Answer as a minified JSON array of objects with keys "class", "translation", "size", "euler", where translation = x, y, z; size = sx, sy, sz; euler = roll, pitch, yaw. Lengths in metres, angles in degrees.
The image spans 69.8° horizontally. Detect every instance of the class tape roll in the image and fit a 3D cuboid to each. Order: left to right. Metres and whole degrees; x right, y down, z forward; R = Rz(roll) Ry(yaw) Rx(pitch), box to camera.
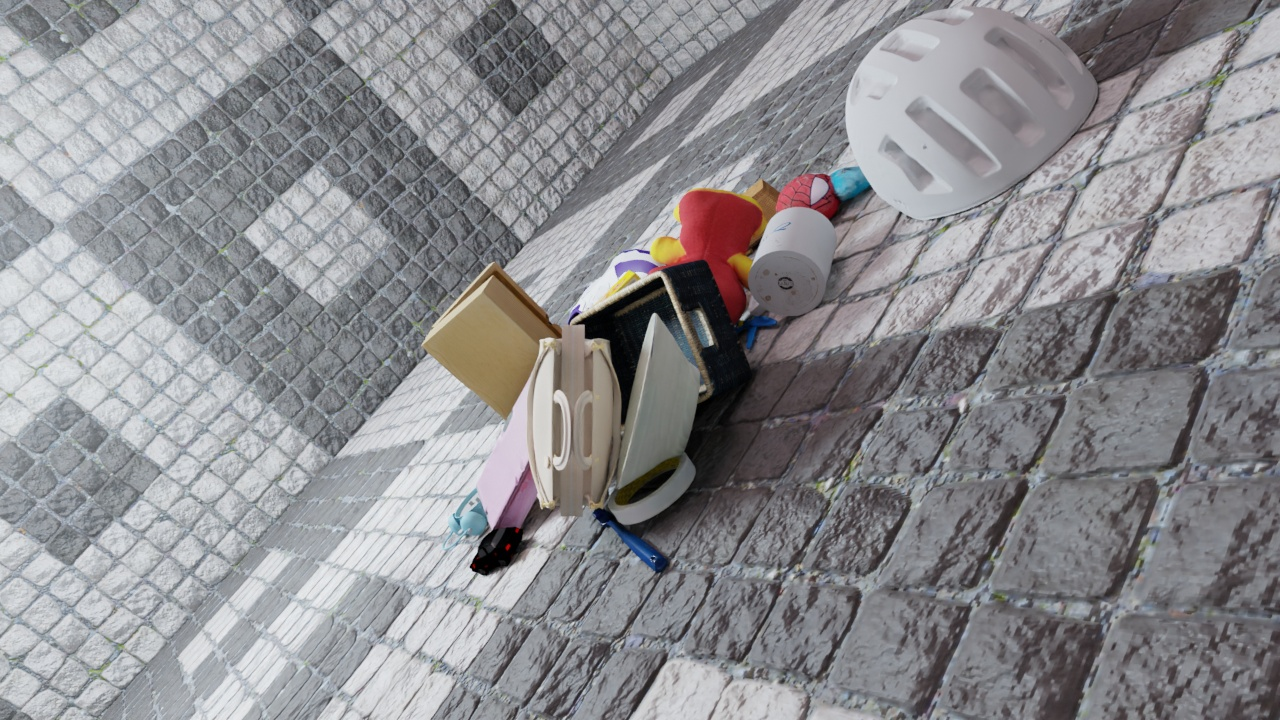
[{"class":"tape roll","translation":[0.011,0.125,0.914],"size":[0.094,0.019,0.094],"euler":[-32,15,9]}]

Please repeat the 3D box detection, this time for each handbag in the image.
[{"class":"handbag","translation":[-0.068,0.061,0.923],"size":[0.198,0.101,0.194],"euler":[171,99,-86]}]

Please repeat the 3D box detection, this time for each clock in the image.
[{"class":"clock","translation":[-0.236,0.214,1.278],"size":[0.123,0.042,0.088],"euler":[-52,18,-28]}]

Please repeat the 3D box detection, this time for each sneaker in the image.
[{"class":"sneaker","translation":[-0.045,-0.093,1.487],"size":[0.245,0.092,0.110],"euler":[-30,23,52]}]

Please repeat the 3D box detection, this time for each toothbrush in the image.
[{"class":"toothbrush","translation":[-0.014,0.171,0.894],"size":[0.016,0.017,0.190],"euler":[-49,17,-9]}]

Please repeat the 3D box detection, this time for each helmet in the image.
[{"class":"helmet","translation":[0.333,-0.258,0.962],"size":[0.224,0.183,0.282],"euler":[-44,36,16]}]

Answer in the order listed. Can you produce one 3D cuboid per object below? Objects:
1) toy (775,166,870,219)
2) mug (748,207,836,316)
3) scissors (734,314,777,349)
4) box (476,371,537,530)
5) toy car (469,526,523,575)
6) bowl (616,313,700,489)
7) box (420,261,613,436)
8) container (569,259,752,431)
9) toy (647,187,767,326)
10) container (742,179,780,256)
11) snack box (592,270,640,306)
[{"class":"toy","translation":[0.232,-0.211,1.157],"size":[0.133,0.062,0.092],"euler":[-25,30,22]},{"class":"mug","translation":[0.160,-0.100,1.028],"size":[0.120,0.083,0.096],"euler":[-49,10,41]},{"class":"scissors","translation":[0.125,-0.041,1.080],"size":[0.109,0.018,0.130],"euler":[-39,16,29]},{"class":"box","translation":[-0.139,0.104,1.114],"size":[0.233,0.080,0.099],"euler":[-61,6,31]},{"class":"toy car","translation":[-0.179,0.229,1.115],"size":[0.092,0.036,0.042],"euler":[-31,21,39]},{"class":"bowl","translation":[0.021,0.045,0.904],"size":[0.177,0.058,0.176],"euler":[-172,94,-87]},{"class":"box","translation":[-0.144,0.009,1.191],"size":[0.142,0.248,0.179],"euler":[-41,17,10]},{"class":"container","translation":[0.019,-0.013,1.019],"size":[0.071,0.145,0.188],"euler":[-20,-3,-40]},{"class":"toy","translation":[0.075,-0.110,1.103],"size":[0.148,0.099,0.215],"euler":[9,65,18]},{"class":"container","translation":[0.157,-0.201,1.300],"size":[0.114,0.061,0.063],"euler":[-38,18,23]},{"class":"snack box","translation":[-0.052,-0.028,1.333],"size":[0.200,0.092,0.042],"euler":[-45,17,-1]}]
